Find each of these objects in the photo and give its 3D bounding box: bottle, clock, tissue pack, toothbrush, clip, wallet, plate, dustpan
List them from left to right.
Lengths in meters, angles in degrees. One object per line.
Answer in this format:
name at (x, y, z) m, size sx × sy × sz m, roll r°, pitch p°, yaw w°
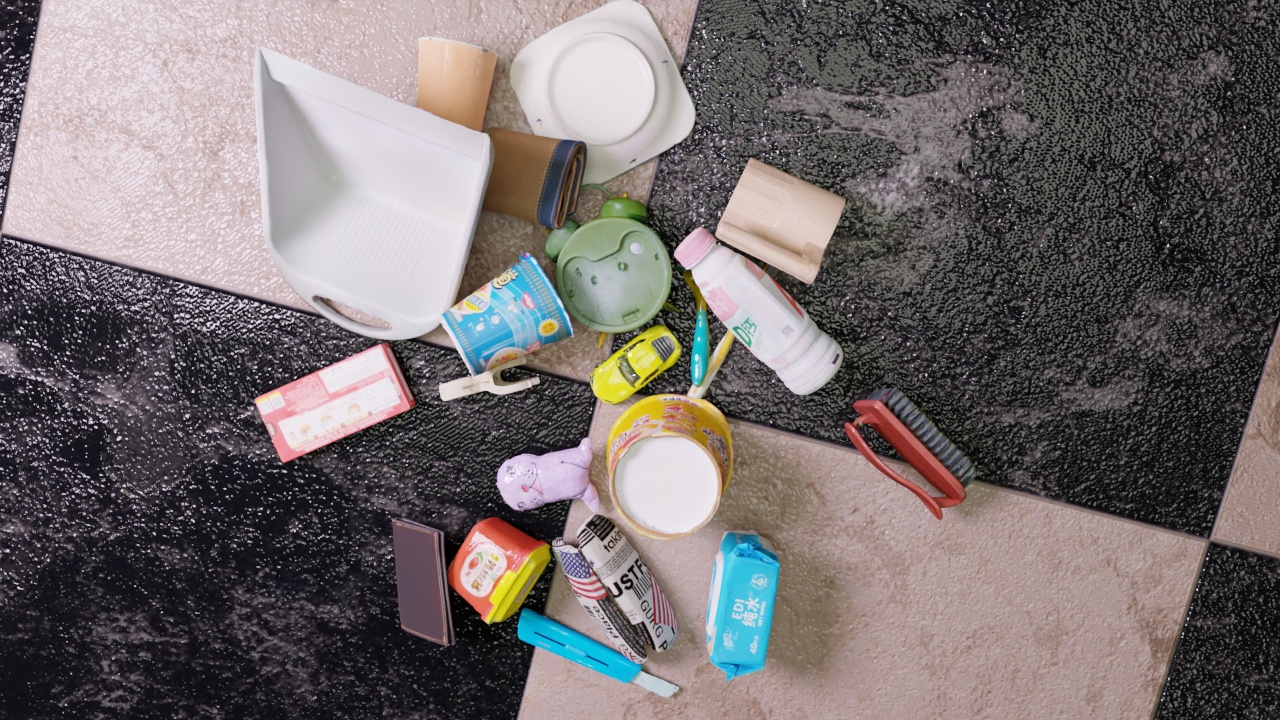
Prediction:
dustpan at (-0.266, -0.130, 0.879) m, size 0.222 × 0.258 × 0.142 m, roll 21°, pitch 72°, yaw 0°
wallet at (-0.230, 0.232, 0.967) m, size 0.096 × 0.020 × 0.122 m, roll 2°, pitch 98°, yaw 45°
clip at (-0.157, 0.021, 0.949) m, size 0.104 × 0.083 × 0.035 m, roll -13°, pitch 94°, yaw -8°
wallet at (-0.115, -0.185, 0.927) m, size 0.115 × 0.033 × 0.090 m, roll 16°, pitch 93°, yaw 25°
plate at (-0.040, -0.274, 0.936) m, size 0.164 × 0.034 × 0.164 m, roll -27°, pitch 93°, yaw 4°
clock at (-0.033, -0.103, 0.940) m, size 0.116 × 0.056 × 0.161 m, roll -24°, pitch 94°, yaw 3°
toothbrush at (0.097, -0.029, 0.960) m, size 0.016 × 0.018 × 0.191 m, roll 31°, pitch 95°, yaw 1°
tissue pack at (0.103, 0.248, 0.949) m, size 0.063 × 0.090 × 0.140 m, roll 9°, pitch 95°, yaw 1°
bottle at (0.116, -0.052, 0.917) m, size 0.068 × 0.068 × 0.197 m, roll -45°, pitch 103°, yaw 5°

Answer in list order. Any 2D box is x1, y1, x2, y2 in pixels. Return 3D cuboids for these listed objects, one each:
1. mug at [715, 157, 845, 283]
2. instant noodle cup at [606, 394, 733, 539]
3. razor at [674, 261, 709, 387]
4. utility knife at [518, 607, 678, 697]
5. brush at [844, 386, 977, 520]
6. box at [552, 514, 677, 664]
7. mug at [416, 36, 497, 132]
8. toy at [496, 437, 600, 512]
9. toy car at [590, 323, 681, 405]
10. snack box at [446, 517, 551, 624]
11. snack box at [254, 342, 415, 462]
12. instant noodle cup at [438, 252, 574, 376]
mug at (0.133, -0.133, 0.903) m, size 0.103 × 0.124 × 0.084 m, roll 26°, pitch 132°, yaw 1°
instant noodle cup at (0.027, 0.111, 0.924) m, size 0.138 × 0.109 × 0.138 m, roll 1°, pitch 99°, yaw 4°
razor at (0.060, -0.038, 0.956) m, size 0.043 × 0.028 × 0.132 m, roll -1°, pitch 92°, yaw 25°
utility knife at (-0.047, 0.322, 0.997) m, size 0.191 × 0.018 × 0.034 m, roll 25°, pitch 95°, yaw -2°
brush at (0.279, 0.097, 0.944) m, size 0.146 × 0.063 × 0.069 m, roll 44°, pitch 83°, yaw -4°
box at (-0.035, 0.249, 0.974) m, size 0.088 × 0.076 × 0.163 m, roll -30°, pitch 97°, yaw 26°
mug at (-0.191, -0.254, 0.925) m, size 0.078 × 0.078 × 0.123 m, roll 10°, pitch 100°, yaw 1°
toy at (-0.098, 0.128, 0.971) m, size 0.108 × 0.039 × 0.084 m, roll -9°, pitch 103°, yaw 1°
toy car at (-0.006, 0.006, 0.961) m, size 0.105 × 0.032 × 0.048 m, roll -36°, pitch 93°, yaw 6°
snack box at (-0.151, 0.216, 0.964) m, size 0.080 × 0.082 × 0.091 m, roll 33°, pitch 94°, yaw 12°
snack box at (-0.325, 0.045, 0.977) m, size 0.153 × 0.025 × 0.075 m, roll -23°, pitch 95°, yaw 4°
instant noodle cup at (-0.137, -0.040, 0.916) m, size 0.110 × 0.099 × 0.099 m, roll -30°, pitch 93°, yaw -9°
